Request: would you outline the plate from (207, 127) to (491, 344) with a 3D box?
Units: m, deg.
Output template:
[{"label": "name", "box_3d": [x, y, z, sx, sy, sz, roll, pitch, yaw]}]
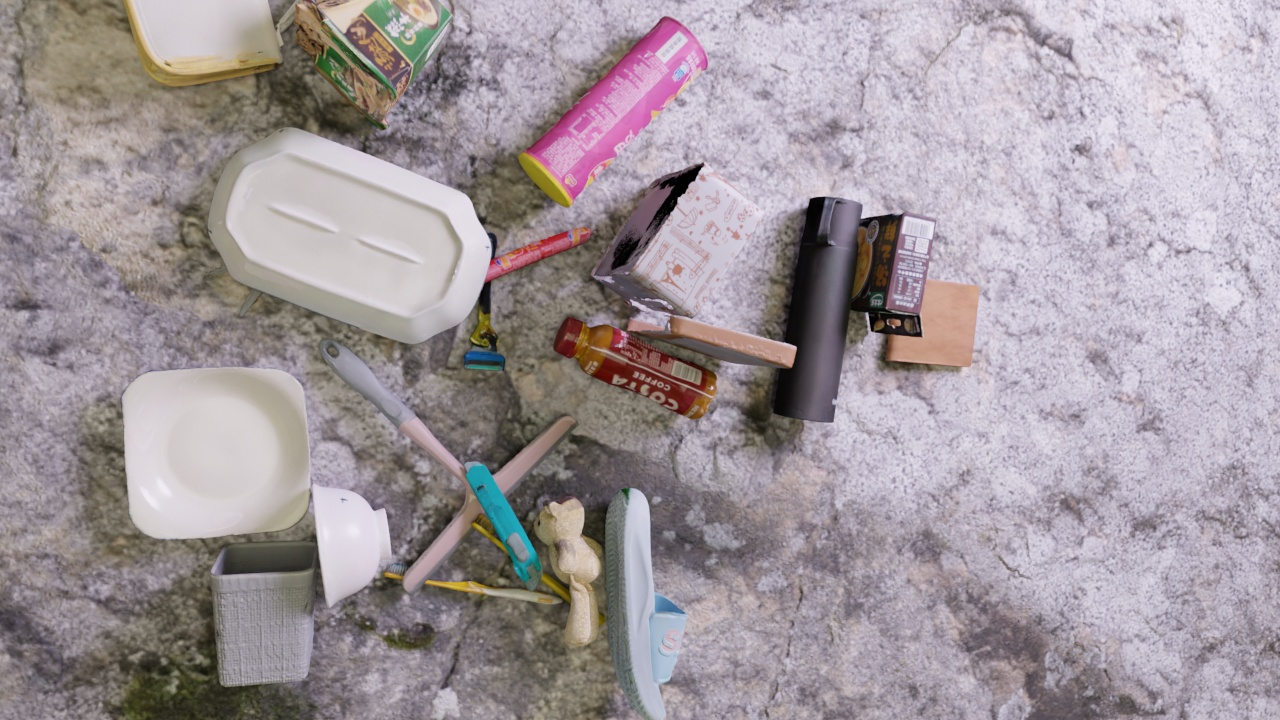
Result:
[{"label": "plate", "box_3d": [-0.277, -0.118, 0.872, 0.265, 0.034, 0.162, 22, 91, -8]}]

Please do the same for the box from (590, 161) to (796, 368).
[{"label": "box", "box_3d": [0.071, -0.072, 0.918, 0.193, 0.183, 0.156, 33, 86, -16]}]

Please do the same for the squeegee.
[{"label": "squeegee", "box_3d": [-0.229, 0.069, 0.922, 0.247, 0.040, 0.249, -46, 102, -10]}]

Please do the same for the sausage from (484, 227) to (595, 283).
[{"label": "sausage", "box_3d": [-0.114, -0.108, 0.938, 0.155, 0.020, 0.020, -25, 101, -22]}]

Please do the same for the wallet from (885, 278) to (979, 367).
[{"label": "wallet", "box_3d": [0.345, -0.044, 1.080, 0.115, 0.020, 0.101, 6, 93, -18]}]

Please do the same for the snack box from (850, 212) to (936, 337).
[{"label": "snack box", "box_3d": [0.269, -0.093, 1.005, 0.053, 0.113, 0.125, 10, 92, -15]}]

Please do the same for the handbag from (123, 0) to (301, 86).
[{"label": "handbag", "box_3d": [-0.380, -0.345, 0.843, 0.178, 0.063, 0.163, -18, 100, -28]}]

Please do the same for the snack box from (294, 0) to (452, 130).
[{"label": "snack box", "box_3d": [-0.241, -0.303, 0.855, 0.117, 0.118, 0.105, 45, 73, -14]}]

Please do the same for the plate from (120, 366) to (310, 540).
[{"label": "plate", "box_3d": [-0.403, 0.087, 0.882, 0.163, 0.034, 0.164, -1, 95, -15]}]

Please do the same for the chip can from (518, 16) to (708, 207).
[{"label": "chip can", "box_3d": [-0.026, -0.253, 0.933, 0.210, 0.071, 0.071, -46, 104, -7]}]

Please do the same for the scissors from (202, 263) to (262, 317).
[{"label": "scissors", "box_3d": [-0.336, -0.121, 0.894, 0.159, 0.014, 0.175, 6, 96, -13]}]

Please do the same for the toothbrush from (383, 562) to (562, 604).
[{"label": "toothbrush", "box_3d": [-0.174, 0.236, 0.969, 0.191, 0.016, 0.018, 13, 83, -15]}]

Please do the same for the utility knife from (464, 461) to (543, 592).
[{"label": "utility knife", "box_3d": [-0.139, 0.169, 0.939, 0.029, 0.013, 0.157, -33, 106, -24]}]

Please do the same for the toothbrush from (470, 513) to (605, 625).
[{"label": "toothbrush", "box_3d": [-0.105, 0.224, 0.976, 0.190, 0.016, 0.016, 44, 73, -21]}]

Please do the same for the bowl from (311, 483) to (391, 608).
[{"label": "bowl", "box_3d": [-0.276, 0.172, 0.883, 0.064, 0.118, 0.118, -8, 97, -18]}]

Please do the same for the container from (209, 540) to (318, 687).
[{"label": "container", "box_3d": [-0.359, 0.243, 0.883, 0.090, 0.090, 0.114, 0, 98, -15]}]

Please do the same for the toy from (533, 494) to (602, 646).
[{"label": "toy", "box_3d": [-0.073, 0.220, 0.959, 0.066, 0.105, 0.157, -14, 82, 20]}]

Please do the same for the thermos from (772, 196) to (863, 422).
[{"label": "thermos", "box_3d": [0.192, -0.056, 1.004, 0.068, 0.089, 0.242, 9, 94, 24]}]

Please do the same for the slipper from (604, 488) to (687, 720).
[{"label": "slipper", "box_3d": [0.007, 0.257, 0.978, 0.074, 0.104, 0.245, -4, 90, -17]}]

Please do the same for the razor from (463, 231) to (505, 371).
[{"label": "razor", "box_3d": [-0.159, -0.061, 0.940, 0.042, 0.022, 0.142, 3, 88, -25]}]

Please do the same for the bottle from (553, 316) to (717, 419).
[{"label": "bottle", "box_3d": [-0.006, 0.006, 0.969, 0.175, 0.057, 0.057, 24, 88, -16]}]
